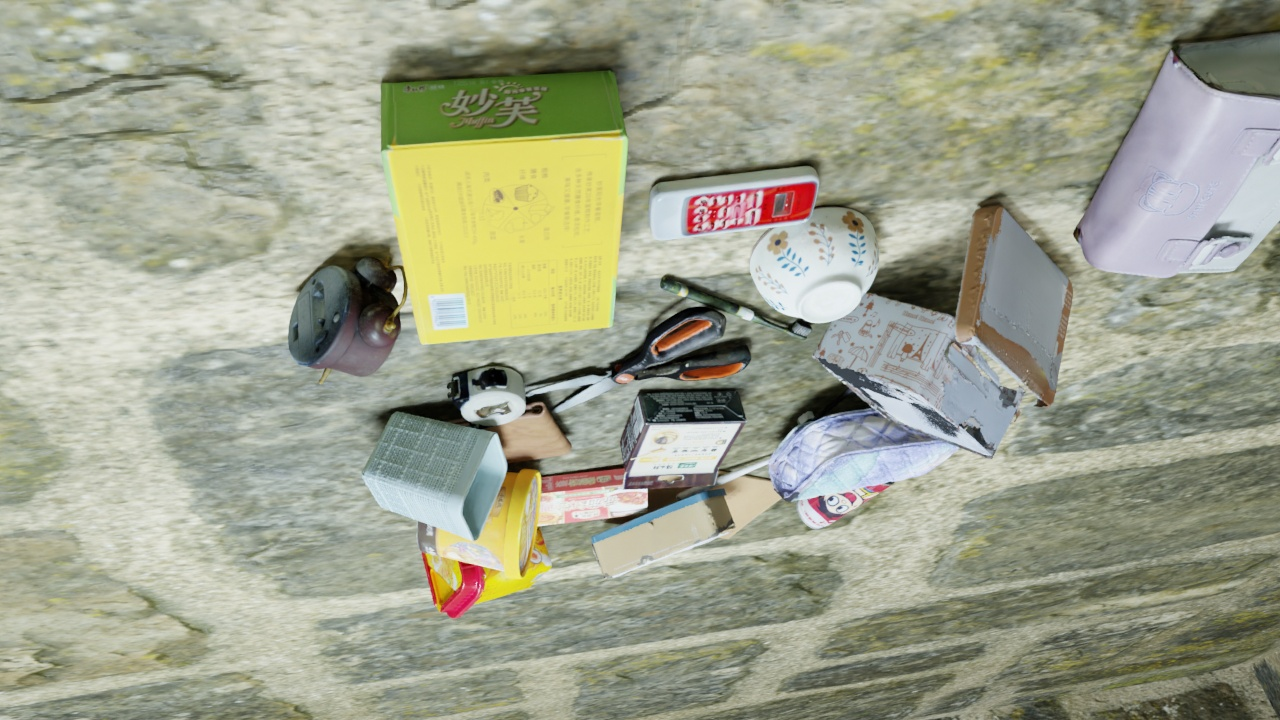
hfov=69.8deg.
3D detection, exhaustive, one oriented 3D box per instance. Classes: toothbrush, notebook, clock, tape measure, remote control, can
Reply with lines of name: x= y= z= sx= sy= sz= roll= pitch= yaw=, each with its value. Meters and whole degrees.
toothbrush: x=0.094 y=-0.048 z=0.858 sx=0.185 sy=0.012 sz=0.017 roll=17 pitch=131 yaw=-35
notebook: x=0.078 y=0.184 z=1.194 sx=0.211 sy=0.012 sz=0.150 roll=14 pitch=137 yaw=-33
clock: x=-0.225 y=-0.034 z=0.722 sx=0.122 sy=0.082 sz=0.055 roll=-32 pitch=146 yaw=29
tape measure: x=-0.145 y=0.035 z=0.890 sx=0.066 sy=0.033 sz=0.066 roll=-16 pitch=148 yaw=7
remote control: x=0.074 y=-0.125 z=0.733 sx=0.136 sy=0.020 sz=0.056 roll=-7 pitch=147 yaw=-6
toothbrush: x=0.127 y=0.139 z=1.127 sx=0.180 sy=0.016 sz=0.016 roll=-22 pitch=143 yaw=10
toothbrush: x=0.235 y=0.025 z=1.006 sx=0.015 sy=0.018 sz=0.182 roll=15 pitch=136 yaw=-34
can: x=0.263 y=0.168 z=1.185 sx=0.053 sy=0.053 sz=0.133 roll=14 pitch=139 yaw=-33

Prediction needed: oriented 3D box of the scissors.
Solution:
scissors: x=0.008 y=0.012 z=0.906 sx=0.210 sy=0.021 sz=0.222 roll=9 pitch=146 yaw=-32

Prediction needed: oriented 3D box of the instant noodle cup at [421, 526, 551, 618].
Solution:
instant noodle cup: x=-0.185 y=0.239 z=1.117 sx=0.123 sy=0.116 sz=0.116 roll=-1 pitch=147 yaw=-36

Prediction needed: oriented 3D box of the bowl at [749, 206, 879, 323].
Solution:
bowl: x=0.157 y=-0.073 z=0.796 sx=0.113 sy=0.062 sz=0.114 roll=-8 pitch=145 yaw=-6

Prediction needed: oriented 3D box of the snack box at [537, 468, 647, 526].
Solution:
snack box: x=-0.068 y=0.164 z=1.097 sx=0.153 sy=0.025 sz=0.075 roll=-6 pitch=141 yaw=-5

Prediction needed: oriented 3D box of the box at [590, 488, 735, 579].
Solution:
box: x=0.034 y=0.211 z=1.132 sx=0.185 sy=0.059 sz=0.089 roll=-27 pitch=166 yaw=18

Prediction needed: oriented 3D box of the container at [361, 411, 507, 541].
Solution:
container: x=-0.204 y=0.112 z=0.910 sx=0.111 sy=0.089 sz=0.090 roll=14 pitch=149 yaw=10

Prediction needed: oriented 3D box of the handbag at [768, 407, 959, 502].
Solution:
handbag: x=0.257 y=0.101 z=1.051 sx=0.193 sy=0.075 sz=0.134 roll=-5 pitch=150 yaw=-23

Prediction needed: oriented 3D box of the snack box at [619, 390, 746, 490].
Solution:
snack box: x=0.042 y=0.087 z=1.003 sx=0.113 sy=0.053 sz=0.126 roll=0 pitch=145 yaw=-17

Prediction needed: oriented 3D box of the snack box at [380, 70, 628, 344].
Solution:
snack box: x=-0.095 y=-0.103 z=0.669 sx=0.157 sy=0.070 sz=0.210 roll=-6 pitch=145 yaw=-9

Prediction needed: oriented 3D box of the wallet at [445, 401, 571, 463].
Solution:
wallet: x=-0.140 y=0.080 z=0.964 sx=0.115 sy=0.020 sz=0.101 roll=-11 pitch=149 yaw=8

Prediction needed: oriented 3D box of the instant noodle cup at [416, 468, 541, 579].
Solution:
instant noodle cup: x=-0.175 y=0.171 z=1.001 sx=0.114 sy=0.118 sz=0.119 roll=8 pitch=145 yaw=3

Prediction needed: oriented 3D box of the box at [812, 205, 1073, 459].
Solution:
box: x=0.298 y=-0.035 z=0.862 sx=0.183 sy=0.157 sz=0.193 roll=33 pitch=83 yaw=-41

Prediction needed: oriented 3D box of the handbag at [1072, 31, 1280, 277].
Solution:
handbag: x=0.460 y=-0.157 z=0.740 sx=0.145 sy=0.098 sz=0.197 roll=-2 pitch=145 yaw=-4
